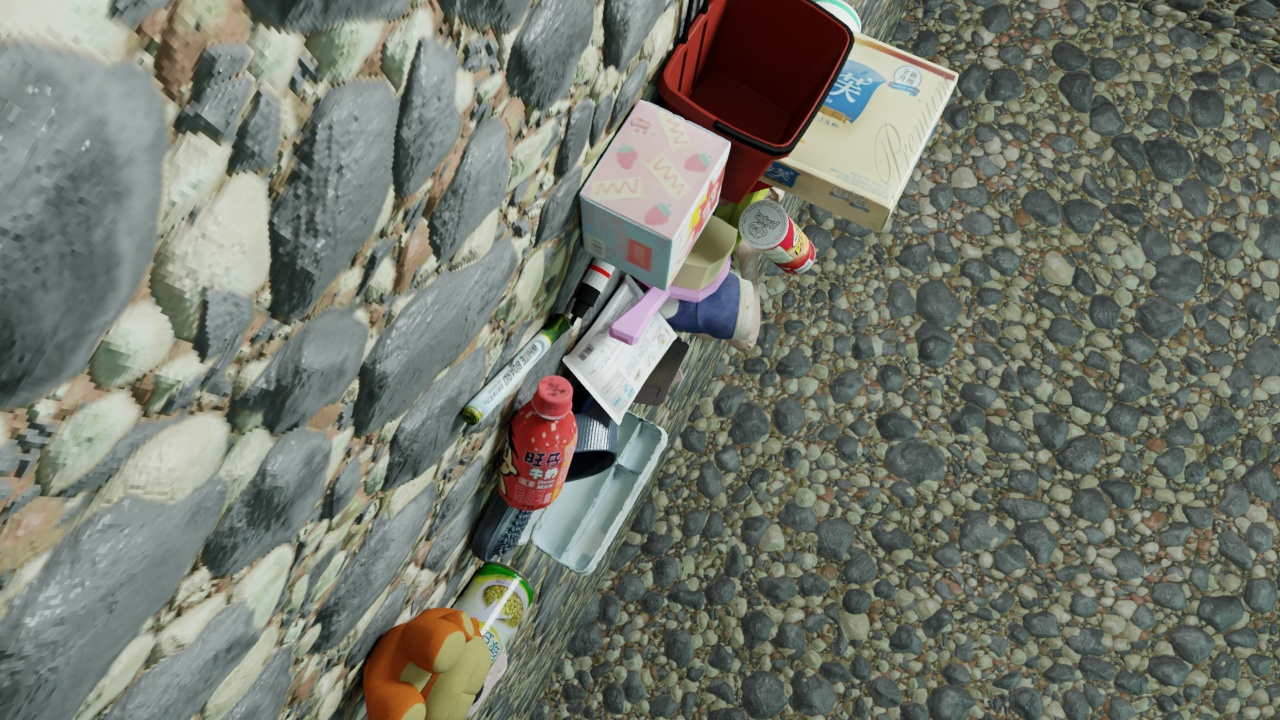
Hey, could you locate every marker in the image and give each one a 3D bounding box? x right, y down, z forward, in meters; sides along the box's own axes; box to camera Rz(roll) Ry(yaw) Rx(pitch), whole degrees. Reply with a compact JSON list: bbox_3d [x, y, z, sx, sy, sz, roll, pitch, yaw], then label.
[{"bbox_3d":[-0.025,-0.094,0.786,0.145,0.019,0.019,-62,172,-4],"label":"marker"},{"bbox_3d":[-0.091,0.004,0.697,0.146,0.017,0.017,-53,168,-50],"label":"marker"}]

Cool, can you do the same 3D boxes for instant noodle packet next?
[{"bbox_3d":[-0.017,-0.013,0.908,0.026,0.087,0.134,-17,-150,46],"label":"instant noodle packet"}]

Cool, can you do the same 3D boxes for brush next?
[{"bbox_3d":[0.028,-0.086,0.904,0.228,0.089,0.043,-52,162,-52],"label":"brush"}]

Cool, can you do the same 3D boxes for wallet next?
[{"bbox_3d":[-0.006,0.006,1.031,0.115,0.018,0.092,8,116,-41],"label":"wallet"}]

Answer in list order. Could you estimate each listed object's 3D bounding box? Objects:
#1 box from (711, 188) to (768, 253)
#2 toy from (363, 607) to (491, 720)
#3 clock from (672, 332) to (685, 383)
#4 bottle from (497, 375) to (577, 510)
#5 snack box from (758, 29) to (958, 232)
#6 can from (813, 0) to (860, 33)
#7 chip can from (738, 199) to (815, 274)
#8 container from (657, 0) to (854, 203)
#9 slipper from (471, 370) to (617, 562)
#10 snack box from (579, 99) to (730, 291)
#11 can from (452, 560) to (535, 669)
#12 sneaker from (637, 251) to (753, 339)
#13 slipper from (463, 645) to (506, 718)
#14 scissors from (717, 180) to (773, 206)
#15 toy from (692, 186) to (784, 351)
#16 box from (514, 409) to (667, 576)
[{"bbox_3d":[0.116,-0.230,1.014,0.221,0.083,0.124,-68,170,26],"label":"box"},{"bbox_3d":[-0.178,0.260,0.775,0.112,0.096,0.176,-61,-177,-11],"label":"toy"},{"bbox_3d":[0.029,-0.028,1.153,0.160,0.086,0.131,-61,175,-62],"label":"clock"},{"bbox_3d":[-0.086,0.069,0.794,0.061,0.062,0.138,-54,168,-45],"label":"bottle"},{"bbox_3d":[0.163,-0.232,0.849,0.153,0.207,0.055,-61,170,-12],"label":"snack box"},{"bbox_3d":[0.197,-0.349,1.098,0.165,0.088,0.088,-60,172,-19],"label":"can"},{"bbox_3d":[0.162,-0.137,1.055,0.052,0.052,0.214,-63,162,6],"label":"chip can"},{"bbox_3d":[0.086,-0.230,0.707,0.147,0.127,0.201,-59,178,-22],"label":"container"},{"bbox_3d":[-0.070,0.097,0.918,0.263,0.082,0.101,-58,173,-23],"label":"slipper"},{"bbox_3d":[0.011,-0.123,0.697,0.094,0.079,0.093,-61,172,-17],"label":"snack box"},{"bbox_3d":[-0.165,0.272,0.936,0.120,0.067,0.067,-56,170,-39],"label":"can"},{"bbox_3d":[0.053,-0.076,1.055,0.232,0.118,0.091,-94,-172,-72],"label":"sneaker"},{"bbox_3d":[-0.197,0.362,1.054,0.094,0.064,0.240,-53,169,-48],"label":"slipper"},{"bbox_3d":[0.097,-0.192,0.912,0.196,0.015,0.180,2,124,-45],"label":"scissors"},{"bbox_3d":[0.097,-0.135,1.202,0.065,0.196,0.265,-45,137,-49],"label":"toy"},{"bbox_3d":[-0.056,0.152,1.101,0.211,0.106,0.130,-62,169,-4],"label":"box"}]
